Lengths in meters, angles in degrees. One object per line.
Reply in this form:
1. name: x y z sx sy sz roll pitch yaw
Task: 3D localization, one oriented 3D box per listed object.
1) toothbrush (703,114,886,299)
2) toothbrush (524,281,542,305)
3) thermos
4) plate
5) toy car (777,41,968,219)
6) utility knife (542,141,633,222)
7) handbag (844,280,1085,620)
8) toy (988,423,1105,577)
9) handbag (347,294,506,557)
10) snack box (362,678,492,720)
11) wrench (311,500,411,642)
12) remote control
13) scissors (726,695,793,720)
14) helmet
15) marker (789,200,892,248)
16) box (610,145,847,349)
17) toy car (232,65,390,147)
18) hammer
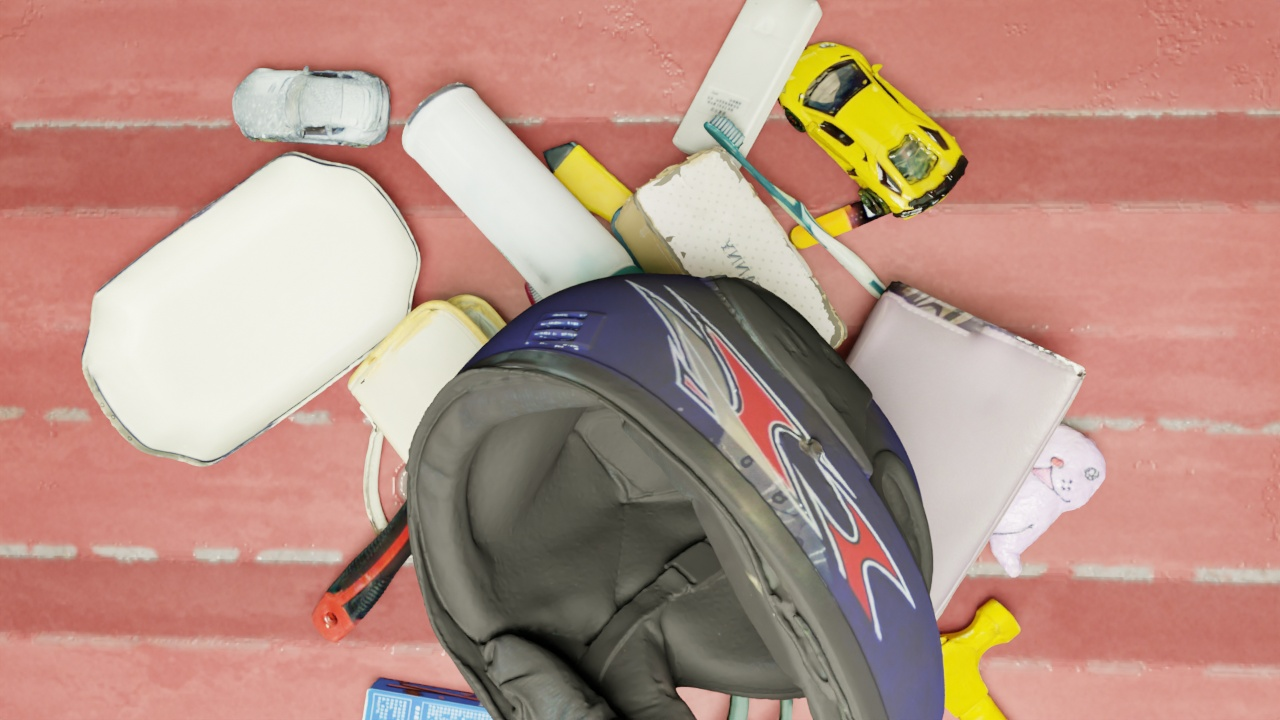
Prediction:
1. toothbrush: 0.117 -0.105 0.651 0.191 0.016 0.018 41 87 -13
2. toothbrush: -0.044 0.021 0.660 0.017 0.016 0.187 -30 72 20
3. thermos: -0.073 -0.092 0.641 0.073 0.073 0.224 -43 78 2
4. plate: -0.287 -0.037 0.687 0.266 0.034 0.162 -36 88 2
5. toy car: 0.159 -0.167 0.652 0.071 0.041 0.156 -41 77 0
6. utility knife: -0.004 -0.100 0.680 0.173 0.015 0.033 42 98 1
7. handbag: 0.184 0.063 0.627 0.145 0.098 0.197 32 93 19
8. toy: 0.276 0.088 0.652 0.108 0.039 0.084 -41 66 4
9. handbag: -0.142 0.060 0.673 0.179 0.063 0.163 -40 87 17
10. snack box: -0.129 0.293 0.679 0.157 0.026 0.084 9 90 3
11. wrench: -0.160 0.107 0.650 0.056 0.016 0.274 39 110 7
12. remote control: 0.078 -0.206 0.665 0.056 0.019 0.135 28 91 30
13. scissors: 0.053 0.272 0.642 0.169 0.019 0.177 -12 60 -7
14. helmet: 0.039 0.096 0.502 0.315 0.239 0.248 47 122 20
15. marker: 0.167 -0.110 0.672 0.124 0.015 0.018 -22 92 0
16. box: 0.057 -0.063 0.641 0.089 0.062 0.184 -32 87 -20
17. toy car: -0.246 -0.190 0.685 0.121 0.036 0.054 3 90 6
18. hammer: 0.298 0.322 0.652 0.129 0.033 0.300 -40 87 3
